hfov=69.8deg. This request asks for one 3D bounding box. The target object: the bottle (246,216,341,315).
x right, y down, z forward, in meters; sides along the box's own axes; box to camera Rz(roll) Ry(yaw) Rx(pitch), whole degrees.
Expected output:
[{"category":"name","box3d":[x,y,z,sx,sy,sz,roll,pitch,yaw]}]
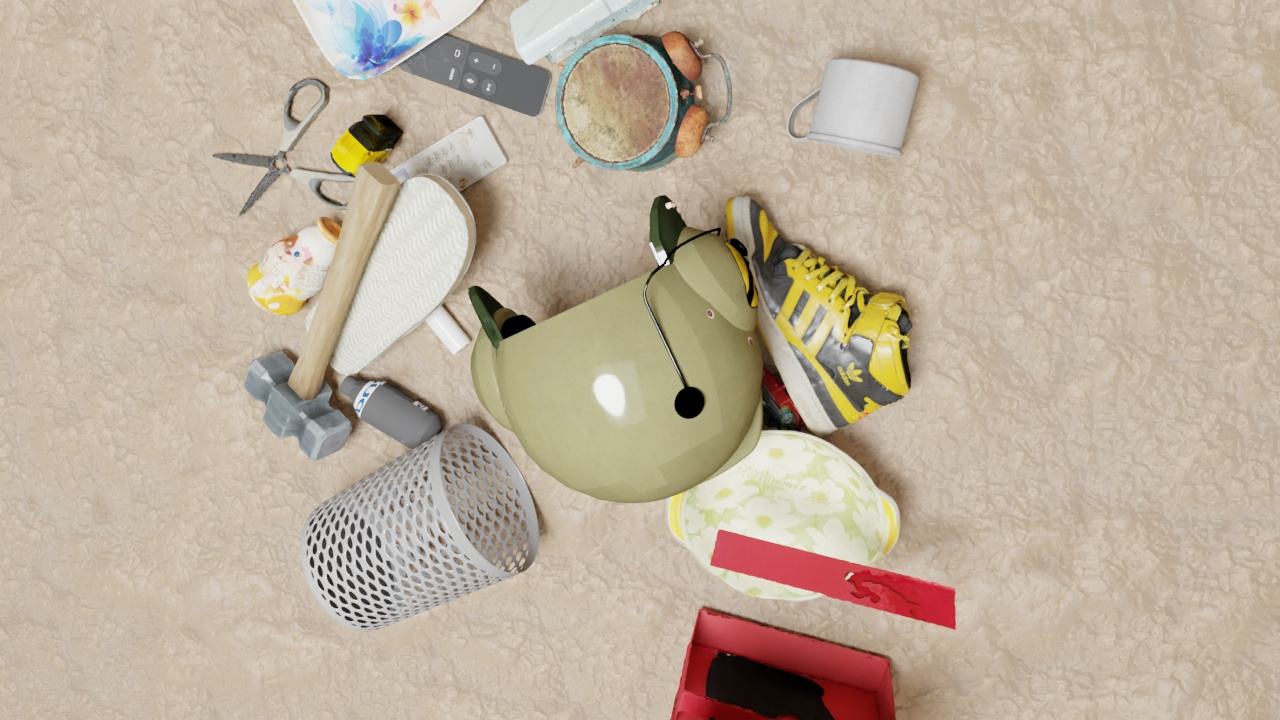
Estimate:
[{"category":"bottle","box3d":[-0.340,-0.095,0.915,0.109,0.063,0.063,-39,95,17]}]

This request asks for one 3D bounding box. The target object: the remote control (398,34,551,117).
[{"category":"remote control","box3d":[-0.158,-0.275,0.870,0.147,0.008,0.045,21,106,4]}]

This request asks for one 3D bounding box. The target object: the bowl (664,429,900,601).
[{"category":"bowl","box3d":[0.135,0.139,0.887,0.219,0.060,0.189,2,114,10]}]

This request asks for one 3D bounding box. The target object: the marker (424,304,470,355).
[{"category":"marker","box3d":[-0.223,-0.063,0.924,0.027,0.023,0.133,-39,95,4]}]

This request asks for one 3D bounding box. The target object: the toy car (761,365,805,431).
[{"category":"toy car","box3d":[0.124,0.032,0.881,0.036,0.042,0.091,-45,101,-13]}]

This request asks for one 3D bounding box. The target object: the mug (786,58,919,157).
[{"category":"mug","box3d":[0.181,-0.220,0.798,0.113,0.084,0.070,21,106,37]}]

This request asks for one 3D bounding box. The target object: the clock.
[{"category":"clock","box3d":[0.007,-0.232,0.819,0.158,0.073,0.121,-3,103,21]}]

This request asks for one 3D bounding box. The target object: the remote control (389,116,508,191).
[{"category":"remote control","box3d":[-0.198,-0.183,0.897,0.136,0.011,0.050,-27,98,14]}]

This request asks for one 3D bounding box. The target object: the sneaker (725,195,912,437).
[{"category":"sneaker","box3d":[0.169,-0.053,0.829,0.122,0.085,0.238,-21,103,19]}]

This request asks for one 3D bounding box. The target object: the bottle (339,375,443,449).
[{"category":"bottle","box3d":[-0.258,0.052,0.946,0.112,0.047,0.047,31,106,2]}]

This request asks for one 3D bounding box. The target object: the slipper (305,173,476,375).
[{"category":"slipper","box3d":[-0.240,-0.081,0.882,0.115,0.052,0.264,50,126,0]}]

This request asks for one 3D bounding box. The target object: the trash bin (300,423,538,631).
[{"category":"trash bin","box3d":[-0.222,0.172,0.916,0.183,0.156,0.156,-27,98,17]}]

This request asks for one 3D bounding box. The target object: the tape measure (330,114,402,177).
[{"category":"tape measure","box3d":[-0.261,-0.203,0.875,0.037,0.065,0.064,44,101,-7]}]

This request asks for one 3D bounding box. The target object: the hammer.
[{"category":"hammer","box3d":[-0.293,-0.046,0.868,0.117,0.051,0.324,42,125,14]}]

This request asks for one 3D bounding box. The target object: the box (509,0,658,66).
[{"category":"box","box3d":[-0.011,-0.312,0.775,0.198,0.122,0.078,-27,81,16]}]

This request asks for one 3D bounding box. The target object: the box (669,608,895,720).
[{"category":"box","box3d":[0.126,0.346,0.787,0.211,0.378,0.124,14,94,6]}]

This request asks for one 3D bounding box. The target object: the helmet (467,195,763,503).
[{"category":"helmet","box3d":[-0.006,0.006,0.775,0.251,0.255,0.233,-24,95,15]}]

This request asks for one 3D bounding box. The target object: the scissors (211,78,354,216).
[{"category":"scissors","box3d":[-0.345,-0.199,0.917,0.157,0.012,0.171,34,107,1]}]

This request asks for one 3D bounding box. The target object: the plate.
[{"category":"plate","box3d":[-0.242,-0.375,0.851,0.187,0.016,0.187,-27,94,14]}]
